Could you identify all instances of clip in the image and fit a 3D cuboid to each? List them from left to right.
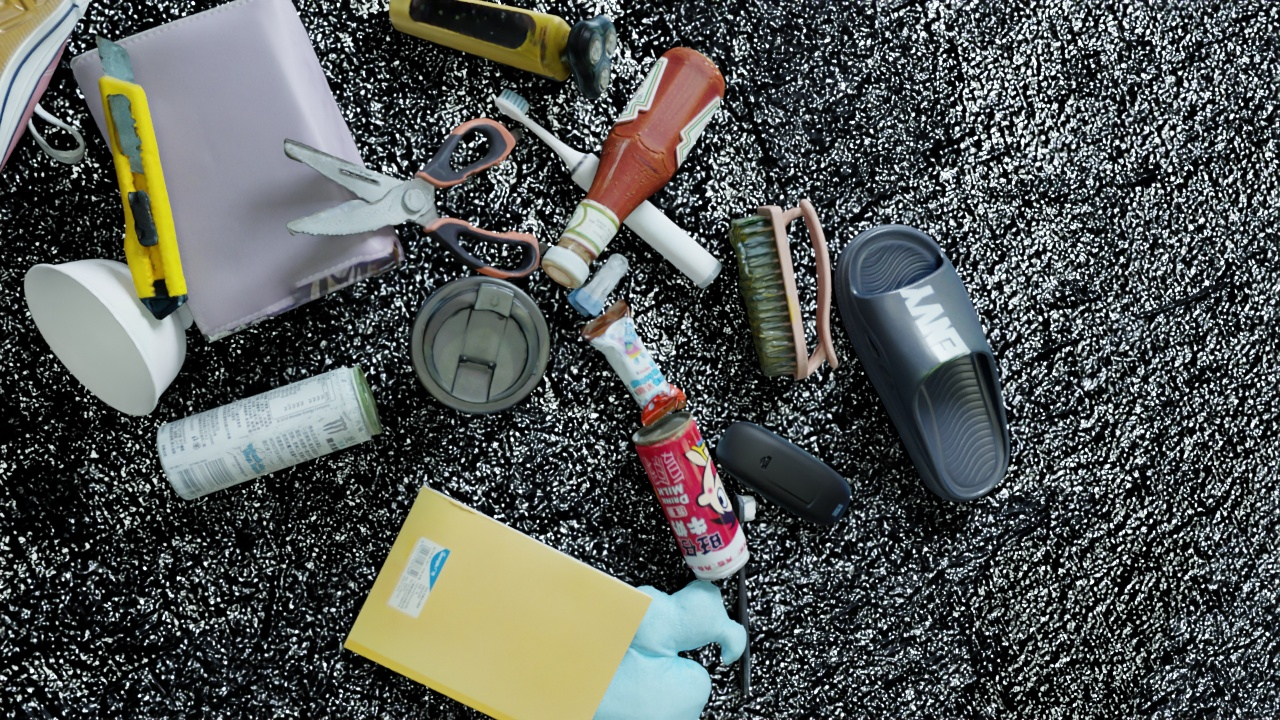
[{"bbox_3d":[-0.030,-0.062,0.738,0.027,0.044,0.058,44,77,-11],"label":"clip"}]

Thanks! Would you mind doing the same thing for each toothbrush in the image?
[{"bbox_3d":[-0.025,-0.135,0.727,0.221,0.027,0.026,38,64,-14],"label":"toothbrush"},{"bbox_3d":[0.091,0.205,0.800,0.018,0.016,0.181,-3,97,-22],"label":"toothbrush"}]

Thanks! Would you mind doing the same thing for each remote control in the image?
[{"bbox_3d":[0.127,0.100,0.791,0.136,0.024,0.053,31,90,-15],"label":"remote control"}]

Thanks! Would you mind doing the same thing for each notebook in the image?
[{"bbox_3d":[-0.113,0.209,0.735,0.206,0.010,0.146,26,90,-3],"label":"notebook"}]

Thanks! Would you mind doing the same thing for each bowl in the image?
[{"bbox_3d":[-0.354,-0.028,0.636,0.118,0.119,0.064,54,44,-13],"label":"bowl"}]

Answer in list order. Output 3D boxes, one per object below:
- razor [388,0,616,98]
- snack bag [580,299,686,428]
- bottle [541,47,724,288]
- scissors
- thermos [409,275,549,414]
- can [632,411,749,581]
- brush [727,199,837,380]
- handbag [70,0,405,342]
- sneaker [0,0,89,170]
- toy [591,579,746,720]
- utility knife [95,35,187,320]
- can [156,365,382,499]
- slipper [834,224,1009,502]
[{"bbox_3d":[-0.101,-0.243,0.681,0.167,0.067,0.062,12,93,-8],"label":"razor"},{"bbox_3d":[-0.004,0.004,0.748,0.045,0.026,0.105,-34,101,-4],"label":"snack bag"},{"bbox_3d":[-0.007,-0.144,0.690,0.060,0.060,0.205,36,73,-15],"label":"bottle"},{"bbox_3d":[-0.145,-0.114,0.652,0.189,0.015,0.223,57,49,-30],"label":"scissors"},{"bbox_3d":[-0.117,-0.016,0.659,0.093,0.143,0.093,-2,97,-12],"label":"thermos"},{"bbox_3d":[0.043,0.112,0.758,0.053,0.053,0.133,-26,101,-9],"label":"can"},{"bbox_3d":[0.121,-0.055,0.751,0.073,0.063,0.146,-14,100,-1],"label":"brush"},{"bbox_3d":[-0.266,-0.132,0.632,0.145,0.098,0.197,-21,102,2],"label":"handbag"},{"bbox_3d":[-0.421,-0.197,0.597,0.118,0.088,0.240,18,80,-21],"label":"sneaker"},{"bbox_3d":[0.012,0.266,0.768,0.161,0.050,0.156,-7,88,-1],"label":"toy"},{"bbox_3d":[-0.316,-0.112,0.575,0.033,0.015,0.177,-6,103,1],"label":"utility knife"},{"bbox_3d":[-0.270,0.052,0.675,0.146,0.058,0.058,-19,100,-11],"label":"can"},{"bbox_3d":[0.261,0.006,0.783,0.110,0.083,0.268,-28,103,-11],"label":"slipper"}]
